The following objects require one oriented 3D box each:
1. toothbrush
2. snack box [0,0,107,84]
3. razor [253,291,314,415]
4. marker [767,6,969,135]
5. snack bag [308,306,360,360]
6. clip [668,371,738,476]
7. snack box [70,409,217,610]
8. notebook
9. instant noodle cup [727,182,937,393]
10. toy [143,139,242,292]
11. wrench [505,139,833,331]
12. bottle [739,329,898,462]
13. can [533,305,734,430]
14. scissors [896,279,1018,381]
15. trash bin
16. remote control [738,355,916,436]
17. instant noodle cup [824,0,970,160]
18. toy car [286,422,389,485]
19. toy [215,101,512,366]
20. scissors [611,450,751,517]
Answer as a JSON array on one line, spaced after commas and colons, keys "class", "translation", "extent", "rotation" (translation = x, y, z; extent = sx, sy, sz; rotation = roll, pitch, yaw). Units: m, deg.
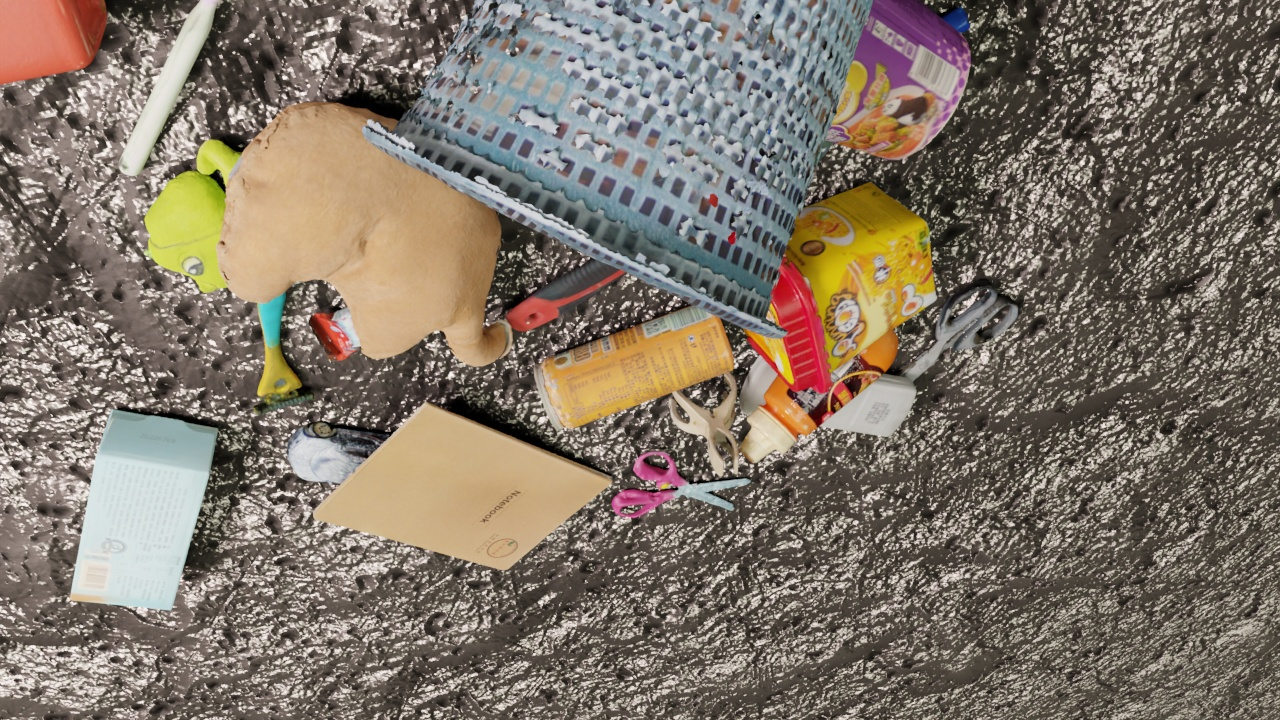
[{"class": "toothbrush", "translation": [-0.253, -0.177, 0.518], "extent": [0.029, 0.020, 0.190], "rotation": [41, 115, -4]}, {"class": "snack box", "translation": [-0.317, -0.179, 0.455], "extent": [0.080, 0.091, 0.082], "rotation": [-11, 131, -15]}, {"class": "razor", "translation": [-0.254, -0.018, 0.641], "extent": [0.043, 0.028, 0.133], "rotation": [-16, 139, -31]}, {"class": "marker", "translation": [0.146, -0.189, 0.606], "extent": [0.146, 0.016, 0.017], "rotation": [-27, 130, 9]}, {"class": "snack bag", "translation": [-0.180, -0.032, 0.650], "extent": [0.105, 0.026, 0.045], "rotation": [-21, 123, 0]}, {"class": "clip", "translation": [0.067, 0.044, 0.737], "extent": [0.094, 0.102, 0.035], "rotation": [-24, 134, -28]}, {"class": "snack box", "translation": [-0.384, 0.120, 0.708], "extent": [0.074, 0.051, 0.175], "rotation": [14, 125, -25]}, {"class": "notebook", "translation": [-0.142, 0.113, 0.769], "extent": [0.148, 0.008, 0.207], "rotation": [-41, 136, 20]}, {"class": "instant noodle cup", "translation": [0.136, -0.058, 0.658], "extent": [0.123, 0.116, 0.116], "rotation": [-27, 131, -6]}, {"class": "toy", "translation": [-0.265, -0.090, 0.577], "extent": [0.100, 0.031, 0.097], "rotation": [-16, 127, -5]}, {"class": "wrench", "translation": [0.020, -0.093, 0.648], "extent": [0.274, 0.016, 0.056], "rotation": [-31, 151, 15]}, {"class": "bottle", "translation": [0.134, 0.022, 0.722], "extent": [0.149, 0.067, 0.067], "rotation": [-47, 127, -1]}, {"class": "can", "translation": [-0.004, 0.004, 0.702], "extent": [0.146, 0.058, 0.058], "rotation": [-20, 131, 3]}, {"class": "scissors", "translation": [0.253, 0.005, 0.795], "extent": [0.132, 0.014, 0.176], "rotation": [-2, 130, -11]}, {"class": "trash bin", "translation": [0.011, -0.145, 0.445], "extent": [0.226, 0.226, 0.195], "rotation": [23, 97, -29]}, {"class": "remote control", "translation": [0.160, 0.030, 0.783], "extent": [0.150, 0.021, 0.058], "rotation": [10, 125, -16]}, {"class": "instant noodle cup", "translation": [0.131, -0.176, 0.548], "extent": [0.099, 0.111, 0.112], "rotation": [18, 122, -23]}, {"class": "toy car", "translation": [-0.226, 0.079, 0.728], "extent": [0.105, 0.031, 0.049], "rotation": [10, 125, -20]}, {"class": "toy", "translation": [-0.148, -0.070, 0.584], "extent": [0.226, 0.082, 0.143], "rotation": [30, 98, -40]}, {"class": "scissors", "translation": [0.034, 0.124, 0.840], "extent": [0.135, 0.017, 0.108], "rotation": [27, 117, -35]}]
